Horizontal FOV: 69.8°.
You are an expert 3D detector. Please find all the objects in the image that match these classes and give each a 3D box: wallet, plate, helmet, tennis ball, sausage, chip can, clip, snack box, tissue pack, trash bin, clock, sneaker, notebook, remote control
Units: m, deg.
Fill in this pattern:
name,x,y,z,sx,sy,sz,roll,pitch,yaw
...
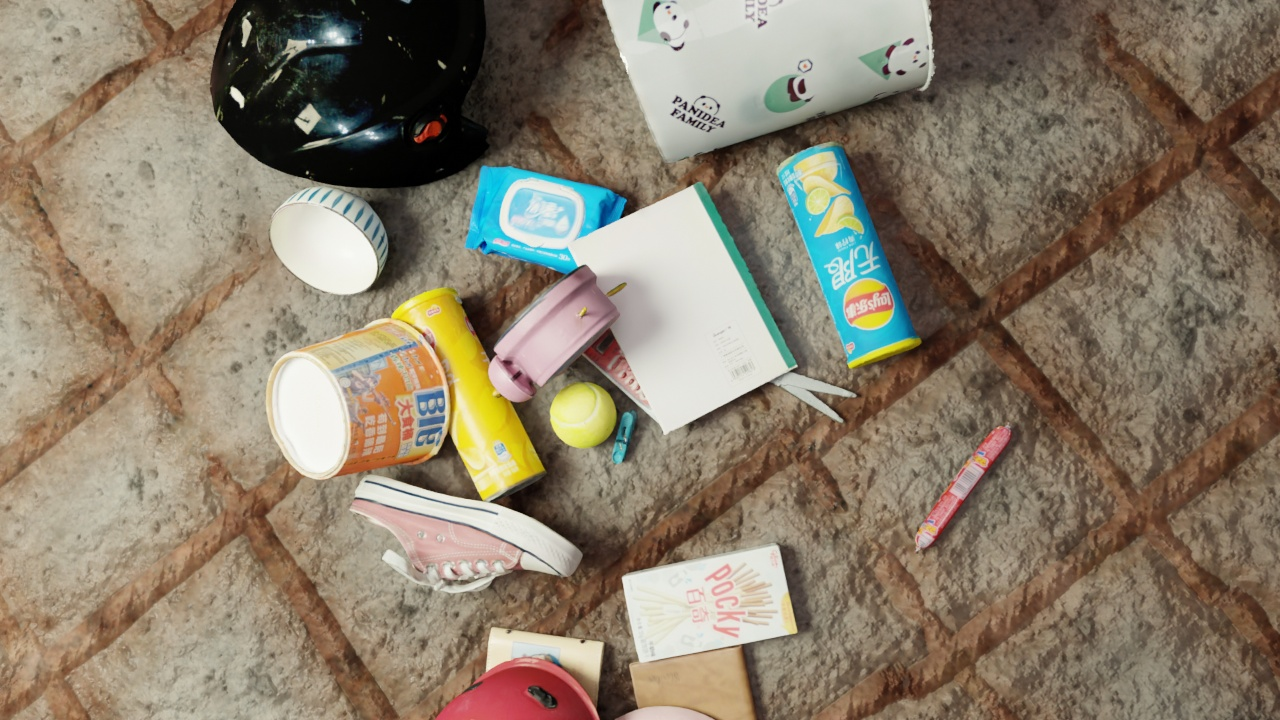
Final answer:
name,x,y,z,sx,sy,sz,roll,pitch,yaw
wallet,-0.096,0.314,0.903,0.115,0.024,0.087,6,80,7
plate,0.026,0.425,0.857,0.192,0.039,0.192,0,90,10
helmet,-0.129,0.400,0.814,0.207,0.143,0.240,-3,85,24
helmet,-0.275,-0.290,0.885,0.276,0.229,0.233,-37,79,40
tennis ball,-0.056,0.054,0.904,0.065,0.065,0.065,-1,84,6
sausage,0.308,0.121,0.879,0.020,0.020,0.156,37,89,9
chip can,0.200,-0.102,0.889,0.071,0.071,0.210,-19,82,4
clip,-0.017,0.077,0.919,0.013,0.037,0.055,15,94,10
snack box,0.067,0.235,0.891,0.157,0.027,0.084,-13,83,6
tissue pack,-0.100,-0.143,0.936,0.157,0.052,0.095,14,85,8
trash bin,0.109,-0.316,0.853,0.252,0.229,0.229,-20,82,9
clock,-0.086,-0.018,0.860,0.060,0.117,0.159,48,120,-1
wallet,0.053,0.334,0.886,0.115,0.020,0.101,-13,82,7
sneaker,-0.177,0.181,0.885,0.241,0.118,0.087,13,68,13
notebook,0.042,-0.053,0.900,0.150,0.012,0.209,-27,87,-6
remote control,-0.005,0.005,0.922,0.136,0.020,0.056,42,100,9
chip can,-0.172,0.035,0.916,0.072,0.072,0.213,-28,82,3

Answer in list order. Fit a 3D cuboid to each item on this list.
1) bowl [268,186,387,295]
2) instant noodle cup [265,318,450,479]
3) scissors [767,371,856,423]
name,x,y,z,sx,sy,sz,roll,pitch,yaw
bowl,-0.311,-0.131,0.940,0.116,0.117,0.066,10,46,7
instant noodle cup,-0.274,0.042,0.876,0.152,0.111,0.151,9,105,34
scissors,0.123,0.019,0.914,0.144,0.012,0.170,-33,80,2
